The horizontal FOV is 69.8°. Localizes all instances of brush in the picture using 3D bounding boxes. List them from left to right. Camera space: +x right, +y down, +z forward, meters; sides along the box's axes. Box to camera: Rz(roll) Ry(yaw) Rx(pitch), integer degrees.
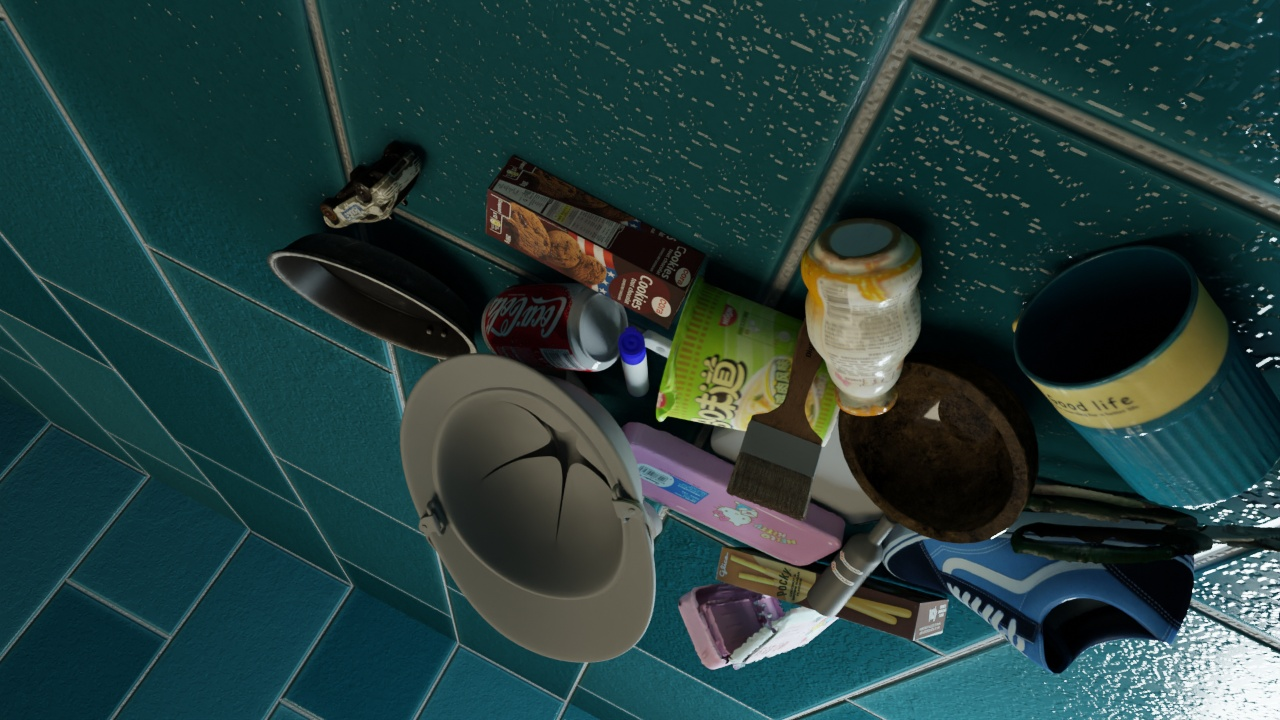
[{"bbox_3d":[0.090,0.020,0.532,0.045,0.142,0.008,19,154,1],"label":"brush"}]

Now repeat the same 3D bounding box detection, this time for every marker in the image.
[{"bbox_3d":[-0.004,0.004,0.689,0.020,0.020,0.141,25,168,8],"label":"marker"}]

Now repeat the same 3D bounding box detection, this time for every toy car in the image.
[{"bbox_3d":[-0.193,-0.121,0.666,0.113,0.048,0.040,-8,131,51],"label":"toy car"}]

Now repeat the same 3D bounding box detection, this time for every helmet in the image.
[{"bbox_3d":[-0.066,0.093,0.708,0.184,0.117,0.271,-8,115,22],"label":"helmet"}]

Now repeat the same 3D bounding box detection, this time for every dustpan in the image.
[{"bbox_3d":[0.109,0.049,0.691,0.257,0.033,0.164,27,155,-14],"label":"dustpan"}]

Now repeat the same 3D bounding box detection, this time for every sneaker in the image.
[{"bbox_3d":[0.264,0.167,0.662,0.083,0.098,0.242,38,152,-24],"label":"sneaker"}]

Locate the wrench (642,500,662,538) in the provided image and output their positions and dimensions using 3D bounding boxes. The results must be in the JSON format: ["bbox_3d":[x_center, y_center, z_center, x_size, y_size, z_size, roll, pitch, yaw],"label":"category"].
[{"bbox_3d":[-0.088,0.106,0.856,0.274,0.018,0.087,12,125,41],"label":"wrench"}]

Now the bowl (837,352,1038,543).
[{"bbox_3d":[0.189,0.045,0.562,0.121,0.056,0.121,27,132,34],"label":"bowl"}]

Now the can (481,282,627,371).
[{"bbox_3d":[-0.065,-0.026,0.687,0.105,0.064,0.064,3,143,40],"label":"can"}]

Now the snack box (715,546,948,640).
[{"bbox_3d":[0.176,0.211,0.846,0.186,0.031,0.101,10,174,33],"label":"snack box"}]

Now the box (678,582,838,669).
[{"bbox_3d":[0.129,0.244,0.897,0.103,0.087,0.201,-31,157,20],"label":"box"}]

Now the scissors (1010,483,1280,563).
[{"bbox_3d":[0.316,0.097,0.555,0.210,0.015,0.146,2,-173,5],"label":"scissors"}]

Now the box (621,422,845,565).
[{"bbox_3d":[0.057,0.120,0.800,0.214,0.048,0.150,26,164,-12],"label":"box"}]

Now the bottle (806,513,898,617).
[{"bbox_3d":[0.176,0.164,0.750,0.030,0.030,0.113,28,124,2],"label":"bottle"}]

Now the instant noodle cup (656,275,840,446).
[{"bbox_3d":[0.075,0.006,0.588,0.108,0.098,0.099,16,151,7],"label":"instant noodle cup"}]

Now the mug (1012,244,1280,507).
[{"bbox_3d":[0.239,0.005,0.452,0.107,0.083,0.113,39,180,-24],"label":"mug"}]

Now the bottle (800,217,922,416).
[{"bbox_3d":[0.122,-0.021,0.501,0.063,0.062,0.109,12,133,29],"label":"bottle"}]

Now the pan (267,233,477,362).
[{"bbox_3d":[-0.192,-0.010,0.851,0.187,0.055,0.357,11,160,30],"label":"pan"}]

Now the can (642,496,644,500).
[{"bbox_3d":[-0.030,0.132,0.897,0.043,0.086,0.086,15,149,22],"label":"can"}]

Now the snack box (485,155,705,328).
[{"bbox_3d":[-0.032,-0.077,0.605,0.141,0.031,0.051,28,153,3],"label":"snack box"}]

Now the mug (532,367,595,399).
[{"bbox_3d":[-0.096,0.041,0.804,0.113,0.084,0.070,-1,143,30],"label":"mug"}]
